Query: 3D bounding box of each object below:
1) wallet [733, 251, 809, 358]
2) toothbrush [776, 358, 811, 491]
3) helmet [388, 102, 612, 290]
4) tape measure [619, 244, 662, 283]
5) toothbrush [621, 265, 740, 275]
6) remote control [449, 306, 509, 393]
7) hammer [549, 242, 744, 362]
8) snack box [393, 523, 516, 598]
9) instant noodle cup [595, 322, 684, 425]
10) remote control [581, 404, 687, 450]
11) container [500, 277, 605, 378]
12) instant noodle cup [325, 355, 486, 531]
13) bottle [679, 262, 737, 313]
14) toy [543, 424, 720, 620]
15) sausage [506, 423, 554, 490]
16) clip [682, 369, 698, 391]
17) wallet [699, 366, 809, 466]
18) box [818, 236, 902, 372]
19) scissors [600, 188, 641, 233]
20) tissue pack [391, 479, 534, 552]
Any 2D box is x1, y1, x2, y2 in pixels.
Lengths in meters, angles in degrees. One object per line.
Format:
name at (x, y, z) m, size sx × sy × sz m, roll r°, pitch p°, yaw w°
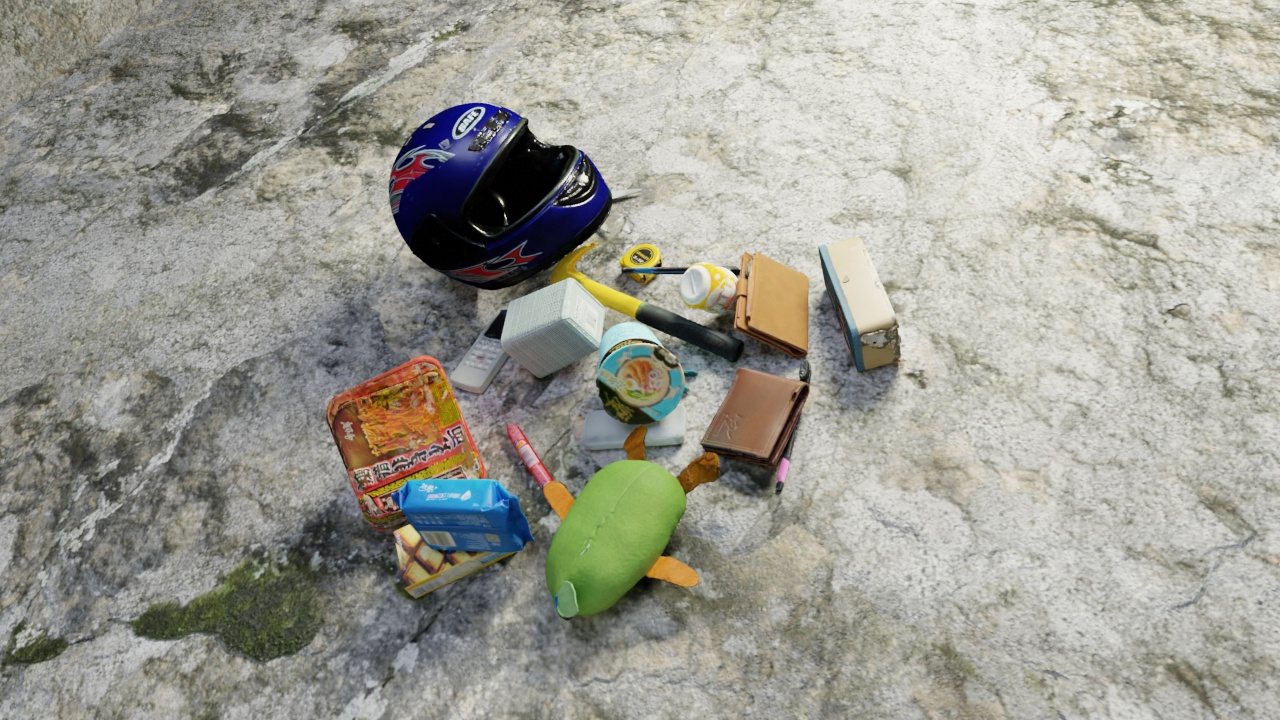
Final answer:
wallet at (0.174, -0.075, 1.200) m, size 0.107 × 0.031 × 0.131 m, roll 22°, pitch 51°, yaw -18°
toothbrush at (0.186, 0.075, 1.115) m, size 0.014 × 0.018 × 0.188 m, roll -1°, pitch 52°, yaw 29°
helmet at (-0.221, -0.249, 1.319) m, size 0.316 × 0.240 × 0.246 m, roll -13°, pitch 41°, yaw 43°
tape measure at (0.004, -0.142, 1.348) m, size 0.057 × 0.029 × 0.060 m, roll -41°, pitch 51°, yaw -15°
toothbrush at (0.058, -0.125, 1.265) m, size 0.189 × 0.014 × 0.016 m, roll -2°, pitch 41°, yaw -26°
remote control at (-0.214, -0.018, 1.325) m, size 0.058 × 0.021 × 0.149 m, roll 14°, pitch 58°, yaw 28°
hammer at (0.002, -0.068, 1.255) m, size 0.301 × 0.129 × 0.032 m, roll 24°, pitch 26°, yaw 23°
snack box at (-0.227, 0.222, 1.123) m, size 0.140 × 0.034 × 0.087 m, roll -23°, pitch 49°, yaw -4°
instant noodle cup at (-0.007, 0.007, 1.169) m, size 0.111 × 0.111 × 0.120 m, roll -21°, pitch 24°, yaw 1°
remote control at (-0.007, 0.085, 1.169) m, size 0.136 × 0.020 × 0.055 m, roll -5°, pitch 49°, yaw 15°
container at (-0.115, -0.047, 1.244) m, size 0.112 × 0.090 × 0.090 m, roll -22°, pitch 44°, yaw 31°
instant noodle cup at (-0.299, 0.105, 1.180) m, size 0.164 × 0.079 × 0.188 m, roll -23°, pitch 83°, yaw -2°
bottle at (0.104, -0.093, 1.222) m, size 0.063 × 0.108 × 0.063 m, roll -9°, pitch 77°, yaw 44°
toy at (-0.022, 0.187, 1.044) m, size 0.227 × 0.090 × 0.246 m, roll 25°, pitch 66°, yaw 34°
sausage at (-0.138, 0.130, 1.176) m, size 0.020 × 0.020 × 0.156 m, roll -33°, pitch 49°, yaw -9°
clip at (0.046, 0.022, 1.208) m, size 0.054 × 0.013 × 0.034 m, roll 11°, pitch 55°, yaw 26°
wallet at (0.138, 0.067, 1.118) m, size 0.101 × 0.032 × 0.124 m, roll 10°, pitch 58°, yaw 37°
box at (0.275, -0.078, 1.164) m, size 0.061 × 0.090 × 0.184 m, roll -17°, pitch 46°, yaw 6°
scissors at (-0.115, -0.261, 1.492) m, size 0.221 × 0.022 × 0.234 m, roll -24°, pitch 47°, yaw -1°
tissue pack at (-0.202, 0.179, 1.066) m, size 0.157 × 0.095 × 0.052 m, roll -1°, pitch 46°, yaw 16°
